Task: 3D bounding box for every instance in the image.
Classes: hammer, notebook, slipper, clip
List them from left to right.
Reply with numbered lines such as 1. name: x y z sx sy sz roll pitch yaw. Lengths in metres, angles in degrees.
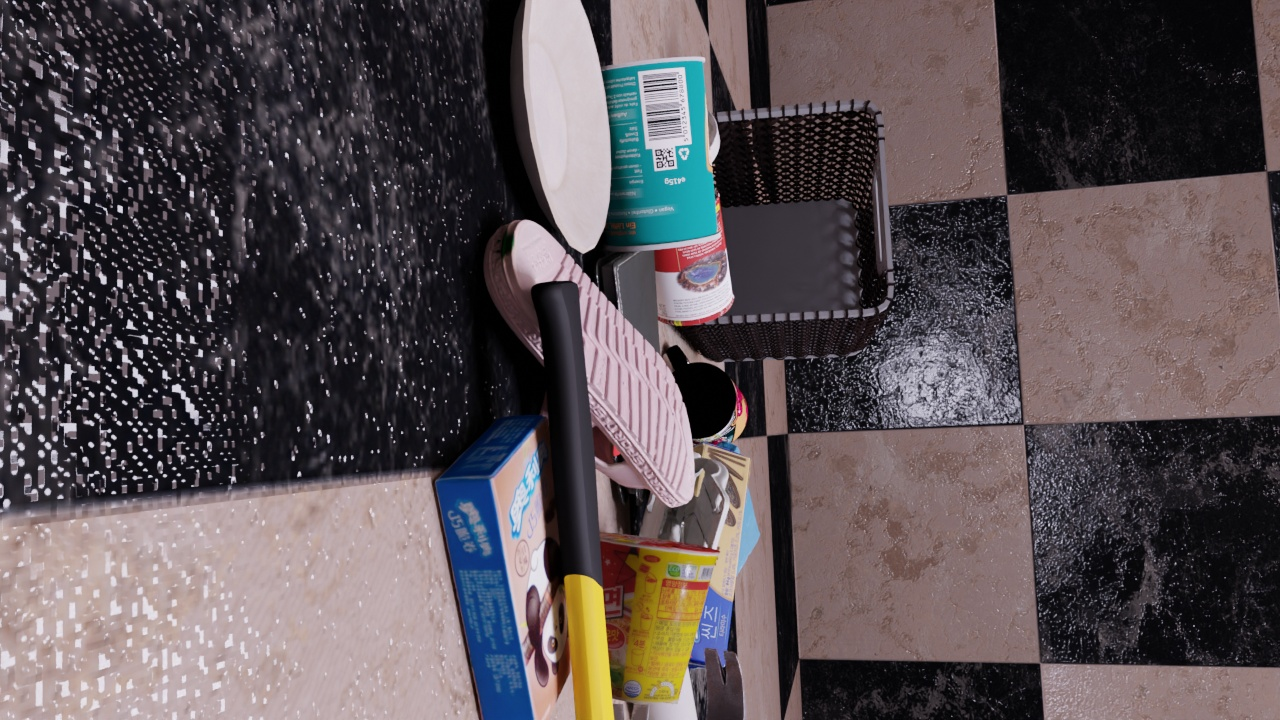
1. slipper: -0.038 0.011 0.599 0.239 0.064 0.094 53 30 -37
2. hammer: -0.032 0.117 0.509 0.127 0.029 0.323 -13 99 -74
3. notebook: -0.005 0.005 0.812 0.169 0.029 0.209 -51 135 -71
4. hammer: 0.018 0.328 0.682 0.313 0.035 0.138 -12 102 -65
5. clip: 0.022 0.131 0.798 0.152 0.099 0.126 -122 -137 -59

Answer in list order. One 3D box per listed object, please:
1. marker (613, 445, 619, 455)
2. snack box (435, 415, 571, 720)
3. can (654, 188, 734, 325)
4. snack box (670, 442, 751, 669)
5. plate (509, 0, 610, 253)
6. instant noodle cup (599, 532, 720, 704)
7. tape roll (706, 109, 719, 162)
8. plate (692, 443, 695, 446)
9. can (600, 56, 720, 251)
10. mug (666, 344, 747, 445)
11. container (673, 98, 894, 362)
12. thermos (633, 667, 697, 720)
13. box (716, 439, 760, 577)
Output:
1. marker: -0.033 0.007 0.700 0.023 0.021 0.145 -30 123 -33
2. snack box: -0.067 0.115 0.501 0.087 0.034 0.151 -55 139 -68
3. can: 0.044 -0.105 0.918 0.086 0.087 0.116 -73 155 -57
4. snack box: 0.058 0.187 0.880 0.056 0.057 0.206 -33 -137 58
5. plate: -0.057 -0.168 0.627 0.188 0.027 0.188 -3 89 -77
6. instant noodle cup: 0.001 0.188 0.674 0.100 0.100 0.112 38 60 -73
7. tape roll: 0.027 -0.204 0.853 0.018 0.094 0.093 69 22 -54
8. plate: 0.078 0.127 1.144 0.104 0.026 0.104 -2 89 -78
9. can: 0.010 -0.170 0.761 0.099 0.099 0.144 -51 136 -71
10. mug: 0.063 0.036 1.015 0.118 0.082 0.098 62 6 17
11. container: 0.163 -0.135 1.108 0.243 0.246 0.247 52 36 -73
12. thermos: 0.024 0.317 0.804 0.052 0.052 0.224 -69 153 -60
13. box: 0.088 0.179 1.061 0.093 0.054 0.232 -57 151 -22
